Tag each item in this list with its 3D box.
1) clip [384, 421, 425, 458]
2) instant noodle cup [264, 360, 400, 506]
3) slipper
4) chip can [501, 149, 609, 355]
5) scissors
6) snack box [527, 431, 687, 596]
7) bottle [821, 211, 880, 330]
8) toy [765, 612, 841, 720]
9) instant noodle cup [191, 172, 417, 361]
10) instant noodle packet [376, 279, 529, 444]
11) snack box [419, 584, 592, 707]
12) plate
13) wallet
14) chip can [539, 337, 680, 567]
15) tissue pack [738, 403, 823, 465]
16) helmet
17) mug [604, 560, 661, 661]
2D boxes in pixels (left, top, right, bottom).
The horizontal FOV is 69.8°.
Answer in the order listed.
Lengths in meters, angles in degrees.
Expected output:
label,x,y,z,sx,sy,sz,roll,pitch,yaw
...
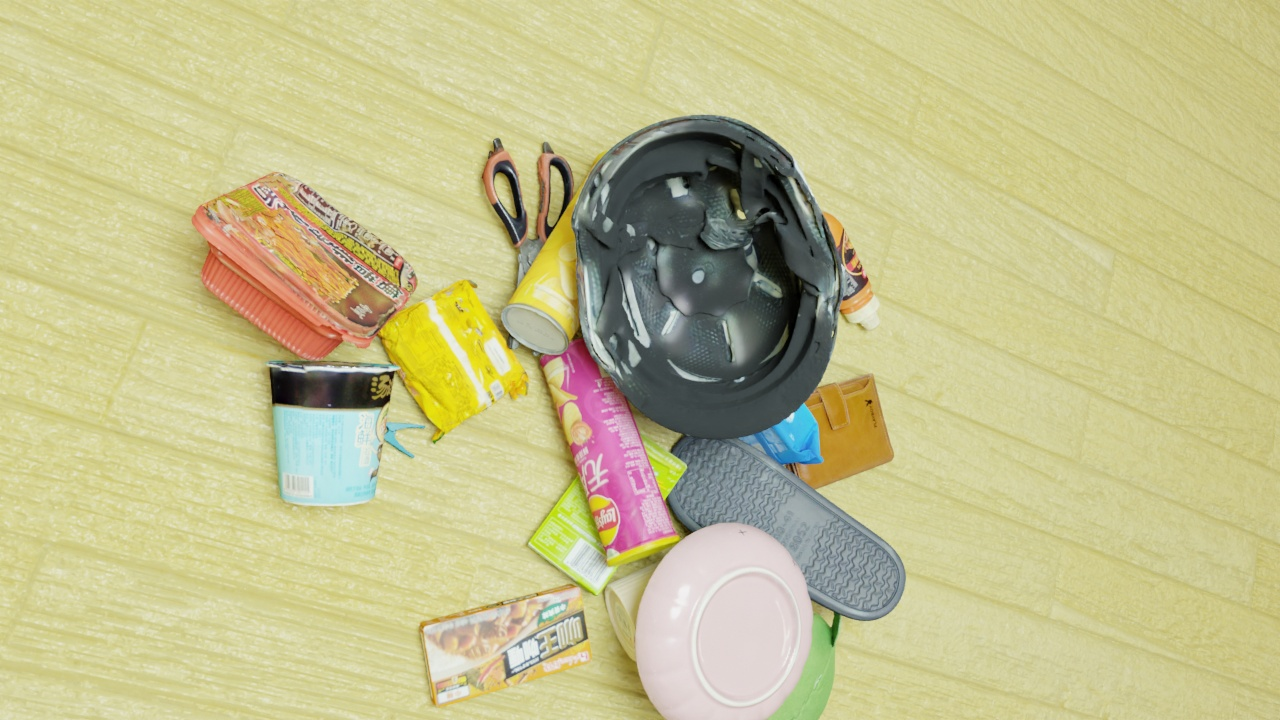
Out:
label,x,y,z,sx,sy,sz,roll,pitch,yaw
clip,-0.231,0.068,0.853,0.054,0.013,0.033,21,75,-18
instant noodle cup,-0.268,0.062,0.796,0.111,0.111,0.120,1,92,-22
slipper,0.139,0.177,0.945,0.268,0.083,0.110,32,73,12
chip can,-0.056,-0.109,0.888,0.072,0.072,0.212,36,59,-14
scissors,-0.116,-0.118,0.899,0.206,0.015,0.201,52,55,-15
snack box,-0.032,0.143,0.904,0.086,0.026,0.156,35,72,4
bottle,0.224,-0.094,1.032,0.066,0.067,0.149,-45,108,-20
toy,0.122,0.350,0.920,0.246,0.090,0.227,-45,123,-27
instant noodle cup,-0.287,-0.074,0.780,0.164,0.188,0.079,40,107,-12
instant noodle packet,-0.177,0.000,0.867,0.110,0.044,0.128,-31,98,-24
snack box,-0.125,0.266,0.865,0.153,0.026,0.075,-9,88,-23
plate,0.086,0.244,0.825,0.192,0.039,0.192,2,87,-30
wallet,0.214,0.074,1.024,0.130,0.035,0.119,-15,96,-23
chip can,-0.031,0.084,0.872,0.071,0.072,0.210,-14,73,-23
tissue pack,0.122,0.047,0.954,0.052,0.095,0.157,-42,100,-27
helmet,0.058,-0.081,0.827,0.230,0.156,0.274,-17,104,9
mug,0.032,0.233,0.886,0.105,0.115,0.081,-19,79,-20
